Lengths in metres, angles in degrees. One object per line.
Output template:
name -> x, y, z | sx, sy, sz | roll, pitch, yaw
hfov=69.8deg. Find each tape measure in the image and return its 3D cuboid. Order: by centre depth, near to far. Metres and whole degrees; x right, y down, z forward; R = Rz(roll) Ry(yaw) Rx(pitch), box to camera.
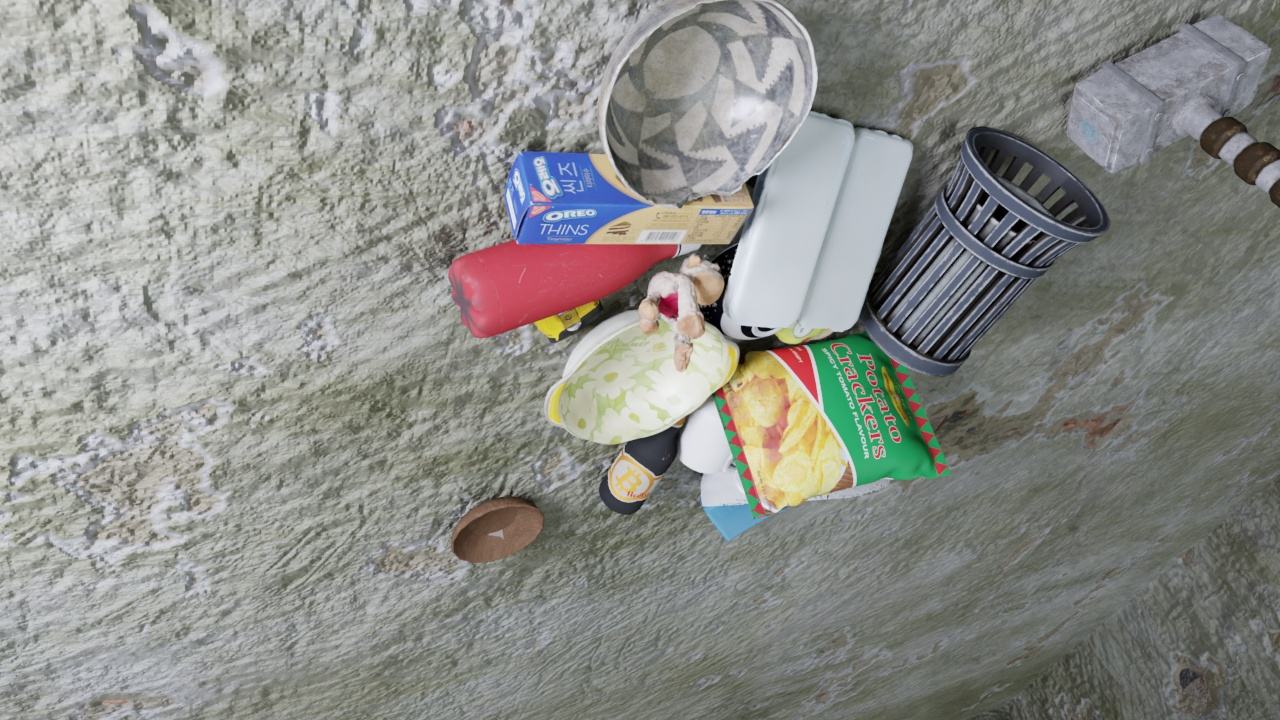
tape measure -> -0.073, -0.051, 0.878 | 0.065, 0.037, 0.064 | -28, 144, 0

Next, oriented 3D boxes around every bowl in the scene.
bowl -> 0.041, -0.216, 0.718 | 0.178, 0.081, 0.179 | -17, 141, -14
bowl -> 0.122, -0.063, 0.952 | 0.120, 0.066, 0.120 | -16, 146, -11
bowl -> -0.006, 0.006, 0.969 | 0.219, 0.060, 0.189 | -13, 140, -20
bowl -> -0.176, 0.200, 1.114 | 0.117, 0.030, 0.118 | -17, 142, -14

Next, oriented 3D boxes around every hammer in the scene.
hammer -> 0.583, -0.193, 0.877 | 0.177, 0.326, 0.079 | -27, 143, -2

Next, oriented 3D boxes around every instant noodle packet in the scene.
instant noodle packet -> 0.212, 0.063, 1.053 | 0.252, 0.195, 0.090 | -9, 157, -18

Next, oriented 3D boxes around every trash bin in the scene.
trash bin -> 0.349, -0.105, 0.981 | 0.164, 0.164, 0.228 | 0, 139, -32

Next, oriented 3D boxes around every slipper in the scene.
slipper -> 0.202, 0.154, 1.210 | 0.247, 0.112, 0.074 | -3, 99, 5

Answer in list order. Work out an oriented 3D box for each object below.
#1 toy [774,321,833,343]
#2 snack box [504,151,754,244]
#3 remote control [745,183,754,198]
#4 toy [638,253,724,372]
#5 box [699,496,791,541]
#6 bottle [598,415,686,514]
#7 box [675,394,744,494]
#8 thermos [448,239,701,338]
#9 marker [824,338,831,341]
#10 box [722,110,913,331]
toy -> 0.200, -0.053, 1.040 | 0.115, 0.046, 0.092 | 10, 130, -50
snack box -> -0.008, -0.137, 0.783 | 0.206, 0.056, 0.057 | -3, 152, -24
remote control -> 0.101, -0.153, 0.885 | 0.130, 0.012, 0.033 | 16, 133, -43
toy -> 0.044, -0.054, 0.862 | 0.105, 0.074, 0.085 | -60, 163, -26
box -> 0.197, 0.162, 1.303 | 0.231, 0.052, 0.093 | -33, 126, 5
bottle -> 0.013, 0.108, 1.099 | 0.059, 0.059, 0.182 | 4, 133, -35
box -> 0.120, 0.095, 1.096 | 0.150, 0.080, 0.106 | 25, 132, 2
thermos -> -0.048, -0.089, 0.820 | 0.239, 0.073, 0.073 | -21, 143, -23
marker -> 0.185, 0.013, 1.127 | 0.124, 0.021, 0.017 | -33, 143, 5
box -> 0.176, -0.128, 0.892 | 0.188, 0.037, 0.209 | 6, 109, -33
